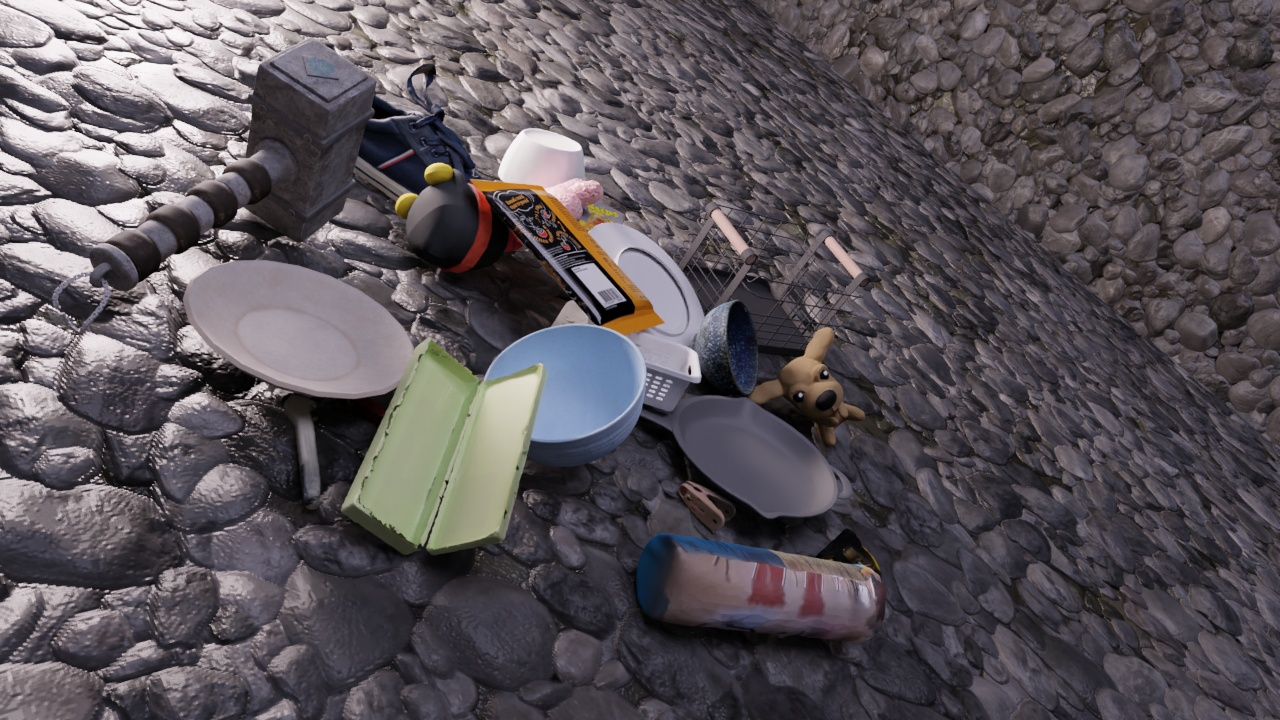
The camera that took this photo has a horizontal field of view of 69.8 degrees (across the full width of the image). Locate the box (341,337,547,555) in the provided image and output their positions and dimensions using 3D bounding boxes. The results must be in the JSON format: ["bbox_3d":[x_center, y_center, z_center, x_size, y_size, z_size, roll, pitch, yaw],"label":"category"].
[{"bbox_3d":[-0.151,0.069,0.736,0.130,0.064,0.187,9,43,-2],"label":"box"}]

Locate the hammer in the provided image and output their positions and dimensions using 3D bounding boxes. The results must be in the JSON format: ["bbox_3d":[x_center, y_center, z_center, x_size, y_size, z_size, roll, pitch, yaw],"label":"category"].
[{"bbox_3d":[-0.358,-0.138,0.780,0.079,0.177,0.325,34,44,-1],"label":"hammer"}]

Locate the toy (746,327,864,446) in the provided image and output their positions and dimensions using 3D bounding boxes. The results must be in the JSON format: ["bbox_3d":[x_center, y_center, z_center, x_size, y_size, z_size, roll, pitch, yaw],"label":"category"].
[{"bbox_3d":[0.214,0.044,1.118,0.108,0.134,0.106,50,-1,-28],"label":"toy"}]

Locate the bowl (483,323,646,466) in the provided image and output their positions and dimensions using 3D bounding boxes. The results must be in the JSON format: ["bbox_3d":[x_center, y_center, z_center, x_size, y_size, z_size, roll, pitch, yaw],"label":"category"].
[{"bbox_3d":[-0.064,0.043,0.842,0.150,0.075,0.150,-5,42,4],"label":"bowl"}]

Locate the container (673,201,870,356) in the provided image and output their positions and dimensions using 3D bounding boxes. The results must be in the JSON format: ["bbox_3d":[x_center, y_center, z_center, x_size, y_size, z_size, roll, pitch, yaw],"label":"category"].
[{"bbox_3d":[0.172,-0.112,1.247,0.240,0.131,0.162,5,41,-39],"label":"container"}]

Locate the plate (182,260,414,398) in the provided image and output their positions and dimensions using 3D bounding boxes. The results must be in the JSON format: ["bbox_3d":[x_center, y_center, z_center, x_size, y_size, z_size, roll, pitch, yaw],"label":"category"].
[{"bbox_3d":[-0.285,-0.021,0.772,0.188,0.027,0.188,25,25,-13],"label":"plate"}]

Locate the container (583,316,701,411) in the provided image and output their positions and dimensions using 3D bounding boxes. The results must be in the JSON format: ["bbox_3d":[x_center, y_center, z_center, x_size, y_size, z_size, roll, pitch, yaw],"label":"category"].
[{"bbox_3d":[-0.006,0.006,0.965,0.129,0.050,0.080,18,22,-8],"label":"container"}]

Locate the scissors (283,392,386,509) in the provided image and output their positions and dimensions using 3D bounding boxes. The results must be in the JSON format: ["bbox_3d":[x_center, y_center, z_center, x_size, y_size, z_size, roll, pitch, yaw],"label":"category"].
[{"bbox_3d":[-0.250,0.050,0.739,0.199,0.015,0.178,28,31,-8],"label":"scissors"}]

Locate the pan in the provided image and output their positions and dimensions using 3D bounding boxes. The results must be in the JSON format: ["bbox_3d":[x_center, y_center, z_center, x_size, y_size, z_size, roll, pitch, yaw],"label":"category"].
[{"bbox_3d":[0.061,0.084,0.970,0.354,0.024,0.216,21,28,-10],"label":"pan"}]

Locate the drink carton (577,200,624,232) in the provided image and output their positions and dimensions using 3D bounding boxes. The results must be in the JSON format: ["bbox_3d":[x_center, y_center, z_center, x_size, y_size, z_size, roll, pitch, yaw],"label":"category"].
[{"bbox_3d":[-0.060,-0.154,1.168,0.076,0.049,0.124,24,32,-16],"label":"drink carton"}]

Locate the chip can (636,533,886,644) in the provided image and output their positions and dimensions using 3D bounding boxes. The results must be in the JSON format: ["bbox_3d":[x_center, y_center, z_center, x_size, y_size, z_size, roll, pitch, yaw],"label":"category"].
[{"bbox_3d":[0.110,0.204,0.808,0.229,0.080,0.079,15,36,-29],"label":"chip can"}]

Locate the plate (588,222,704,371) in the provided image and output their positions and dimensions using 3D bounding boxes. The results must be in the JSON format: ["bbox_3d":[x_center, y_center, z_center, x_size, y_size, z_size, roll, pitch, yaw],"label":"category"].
[{"bbox_3d":[0.013,-0.081,1.105,0.208,0.015,0.208,31,41,-32],"label":"plate"}]

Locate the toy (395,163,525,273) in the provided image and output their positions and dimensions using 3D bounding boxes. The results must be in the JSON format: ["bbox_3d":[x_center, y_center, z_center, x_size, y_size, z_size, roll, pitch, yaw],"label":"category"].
[{"bbox_3d":[-0.190,-0.141,0.987,0.119,0.098,0.099,13,53,-43],"label":"toy"}]

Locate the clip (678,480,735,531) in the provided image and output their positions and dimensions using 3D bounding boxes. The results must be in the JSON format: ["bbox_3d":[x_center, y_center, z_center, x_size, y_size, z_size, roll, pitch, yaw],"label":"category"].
[{"bbox_3d":[0.068,0.139,0.906,0.060,0.024,0.041,45,32,25],"label":"clip"}]

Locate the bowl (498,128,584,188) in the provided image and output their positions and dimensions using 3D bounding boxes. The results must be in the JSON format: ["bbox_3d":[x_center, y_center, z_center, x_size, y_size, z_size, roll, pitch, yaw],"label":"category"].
[{"bbox_3d":[-0.125,-0.261,1.215,0.116,0.066,0.116,15,26,-8],"label":"bowl"}]

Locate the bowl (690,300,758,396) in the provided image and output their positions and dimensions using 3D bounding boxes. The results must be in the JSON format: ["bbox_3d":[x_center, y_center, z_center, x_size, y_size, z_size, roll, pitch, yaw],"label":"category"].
[{"bbox_3d":[0.096,-0.012,1.093,0.114,0.061,0.114,24,62,-61],"label":"bowl"}]

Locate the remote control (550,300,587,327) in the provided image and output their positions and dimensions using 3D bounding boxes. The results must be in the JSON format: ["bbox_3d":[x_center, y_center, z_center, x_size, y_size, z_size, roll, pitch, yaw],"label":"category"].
[{"bbox_3d":[-0.078,-0.029,1.012,0.043,0.013,0.136,31,31,-5],"label":"remote control"}]

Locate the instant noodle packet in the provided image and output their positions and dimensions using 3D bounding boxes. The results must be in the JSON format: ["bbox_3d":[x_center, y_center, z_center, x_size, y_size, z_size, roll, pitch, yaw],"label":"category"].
[{"bbox_3d":[-0.072,-0.113,0.988,0.221,0.032,0.159,48,21,8],"label":"instant noodle packet"}]

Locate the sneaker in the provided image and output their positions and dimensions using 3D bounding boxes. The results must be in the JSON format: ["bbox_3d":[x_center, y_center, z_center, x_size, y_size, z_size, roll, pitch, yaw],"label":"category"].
[{"bbox_3d":[-0.233,-0.241,1.057,0.294,0.127,0.120,33,32,-6],"label":"sneaker"}]

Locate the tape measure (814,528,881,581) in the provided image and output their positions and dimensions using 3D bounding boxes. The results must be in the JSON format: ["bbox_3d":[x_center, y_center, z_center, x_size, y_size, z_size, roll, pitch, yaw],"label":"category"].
[{"bbox_3d":[0.212,0.210,0.929,0.062,0.038,0.067,46,32,19],"label":"tape measure"}]

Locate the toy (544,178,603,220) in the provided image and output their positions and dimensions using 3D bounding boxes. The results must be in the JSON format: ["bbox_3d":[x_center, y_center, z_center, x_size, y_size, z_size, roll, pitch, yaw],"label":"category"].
[{"bbox_3d":[-0.098,-0.195,1.137,0.105,0.053,0.108,-37,28,-24],"label":"toy"}]
